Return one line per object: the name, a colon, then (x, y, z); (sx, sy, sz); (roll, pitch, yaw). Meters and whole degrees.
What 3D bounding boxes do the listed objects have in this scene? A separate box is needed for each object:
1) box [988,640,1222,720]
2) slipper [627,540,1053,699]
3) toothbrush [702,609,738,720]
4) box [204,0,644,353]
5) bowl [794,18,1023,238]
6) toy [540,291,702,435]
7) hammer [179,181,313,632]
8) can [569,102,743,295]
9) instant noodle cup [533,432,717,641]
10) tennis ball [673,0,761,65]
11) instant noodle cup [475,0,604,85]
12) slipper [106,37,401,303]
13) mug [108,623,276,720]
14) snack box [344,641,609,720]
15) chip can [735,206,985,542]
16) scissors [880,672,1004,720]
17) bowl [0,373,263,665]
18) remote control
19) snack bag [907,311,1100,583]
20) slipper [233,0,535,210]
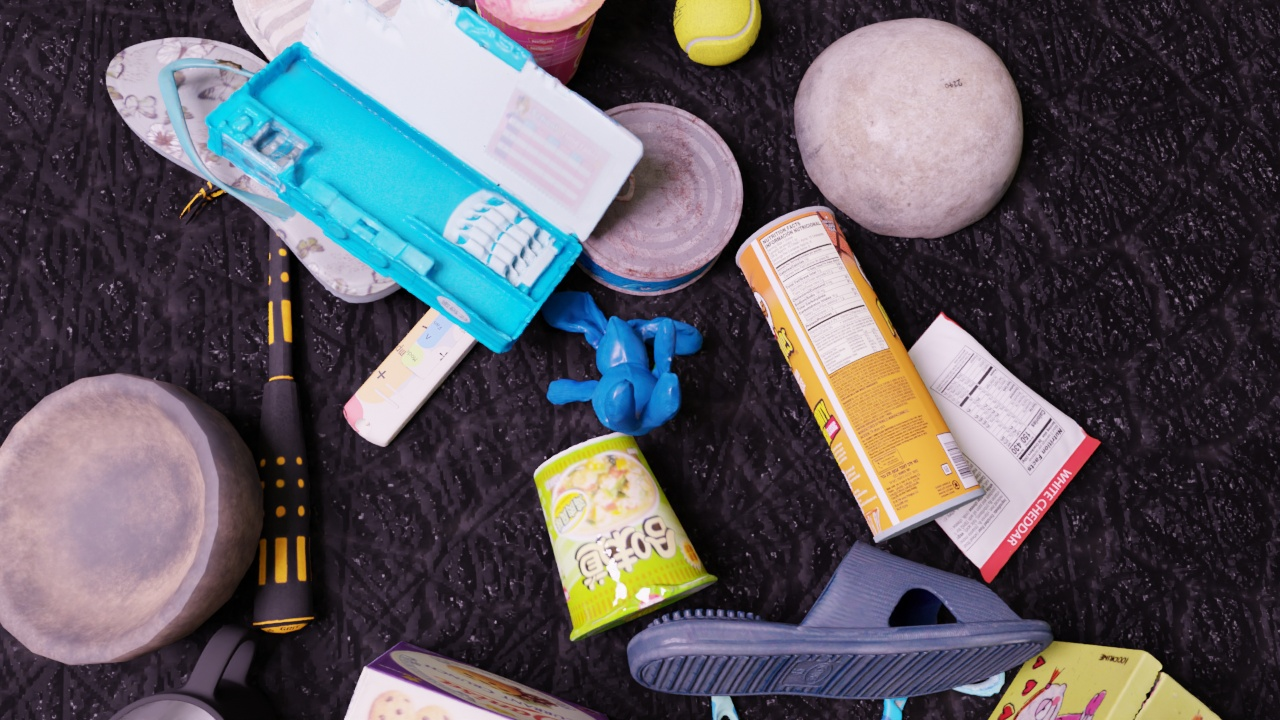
box: (0.247, 0.285, 0.560); (0.083, 0.124, 0.220); (42, 78, 3)
slipper: (0.121, 0.163, 0.584); (0.263, 0.101, 0.082); (1, 51, -6)
toothbrush: (0.054, 0.231, 0.600); (0.022, 0.017, 0.135); (-8, 79, -16)
box: (-0.132, -0.133, 0.583); (0.227, 0.086, 0.169); (36, 94, -5)
bowl: (0.210, -0.185, 0.679); (0.178, 0.081, 0.178); (1, 78, -5)
toy: (-0.003, 0.003, 0.590); (0.112, 0.176, 0.071); (-4, 115, -9)
hammer: (-0.240, 0.014, 0.605); (0.123, 0.036, 0.320); (-4, 76, -7)
can: (0.005, -0.115, 0.655); (0.130, 0.044, 0.130); (1, 78, -7)
instant noodle cup: (-0.017, 0.109, 0.584); (0.099, 0.099, 0.108); (-20, 72, -11)
tennis ball: (0.057, -0.253, 0.681); (0.065, 0.065, 0.065); (1, 77, -7)
instant noodle cup: (-0.072, -0.243, 0.641); (0.097, 0.109, 0.097); (2, 78, -7)
slipper: (-0.248, -0.146, 0.609); (0.269, 0.055, 0.098); (39, 66, 10)
mug: (-0.253, 0.210, 0.530); (0.078, 0.088, 0.113); (19, 76, -3)
snack box: (-0.086, 0.209, 0.520); (0.143, 0.148, 0.040); (21, 76, -3)
chip can: (0.142, 0.007, 0.613); (0.075, 0.075, 0.215); (-20, 72, -11)
scissors: (0.180, 0.228, 0.619); (0.134, 0.011, 0.139); (10, 76, -5)
bowl: (-0.296, 0.092, 0.542); (0.162, 0.070, 0.162); (-2, 79, 12)
remote control: (-0.149, 0.002, 0.625); (0.038, 0.018, 0.125); (39, 78, 2)
snack bag: (0.230, 0.058, 0.647); (0.144, 0.039, 0.130); (41, 81, 6)
slipper: (-0.173, -0.201, 0.651); (0.272, 0.054, 0.114); (40, 71, 2)
